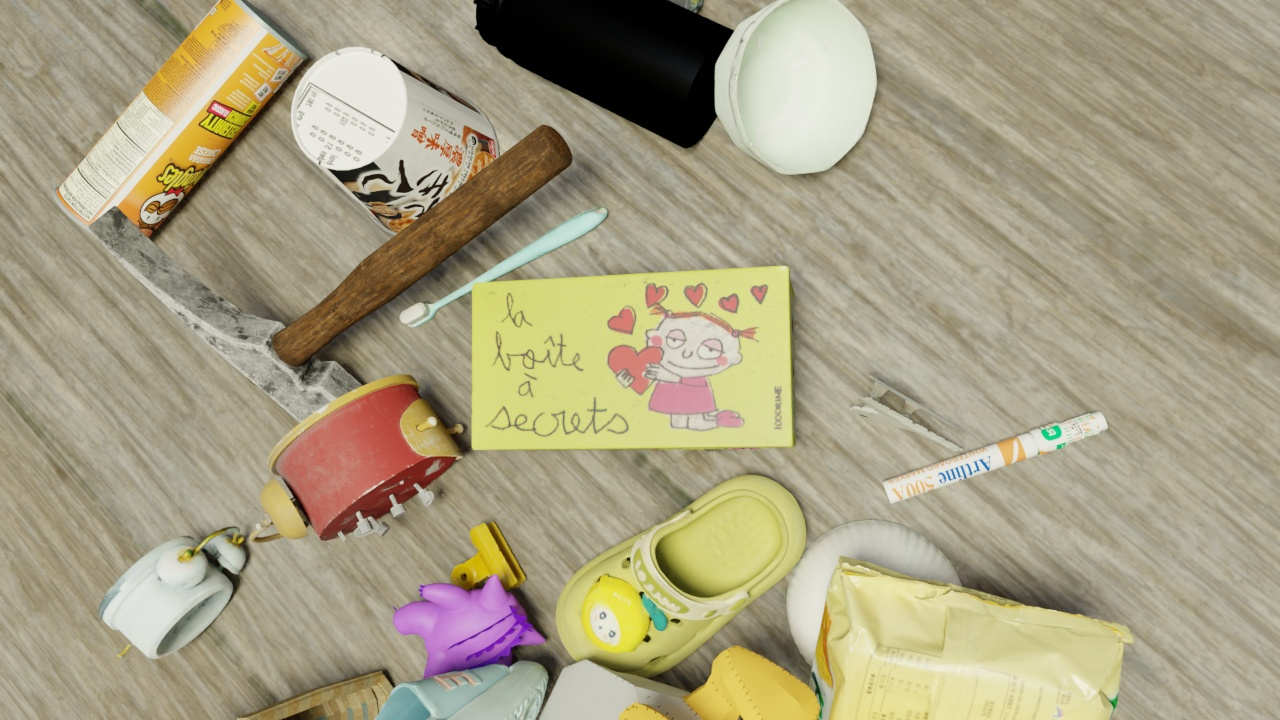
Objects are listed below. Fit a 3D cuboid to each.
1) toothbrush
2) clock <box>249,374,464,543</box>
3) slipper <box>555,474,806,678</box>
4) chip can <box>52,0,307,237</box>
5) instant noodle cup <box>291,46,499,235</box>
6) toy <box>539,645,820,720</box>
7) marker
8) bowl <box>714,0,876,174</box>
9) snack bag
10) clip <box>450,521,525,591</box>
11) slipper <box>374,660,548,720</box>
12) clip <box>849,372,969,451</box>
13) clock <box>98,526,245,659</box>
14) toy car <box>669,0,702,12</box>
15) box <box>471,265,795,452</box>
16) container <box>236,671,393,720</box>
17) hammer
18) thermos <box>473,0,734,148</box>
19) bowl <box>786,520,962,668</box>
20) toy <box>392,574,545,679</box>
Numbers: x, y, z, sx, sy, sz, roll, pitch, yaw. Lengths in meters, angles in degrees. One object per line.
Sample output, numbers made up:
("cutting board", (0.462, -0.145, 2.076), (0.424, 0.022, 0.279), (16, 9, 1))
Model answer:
("toothbrush", (-0.105, -0.071, 0.701), (0.181, 0.016, 0.016), (-28, 78, 7))
("clock", (-0.203, 0.087, 0.652), (0.159, 0.117, 0.081), (-35, 81, -1))
("slipper", (0.026, 0.149, 0.614), (0.190, 0.081, 0.091), (-35, 80, 5))
("chip can", (-0.370, -0.192, 0.742), (0.075, 0.075, 0.215), (44, 94, 13))
("instant noodle cup", (-0.183, -0.162, 0.673), (0.124, 0.121, 0.123), (-1, 83, 12))
("toy", (0.016, 0.293, 0.564), (0.247, 0.140, 0.268), (40, 132, 36))
("marker", (0.233, 0.064, 0.609), (0.145, 0.017, 0.017), (-21, 80, 10))
("bowl", (0.098, -0.189, 0.633), (0.117, 0.117, 0.061), (-60, 32, 1))
("snack bag", (0.172, 0.237, 0.533), (0.160, 0.068, 0.248), (9, 114, 11))
("clip", (-0.115, 0.151, 0.678), (0.050, 0.044, 0.054), (-43, 75, 42))
("slipper", (-0.141, 0.241, 0.556), (0.074, 0.244, 0.104), (38, 112, 20))
("clip", (0.171, 0.025, 0.610), (0.046, 0.101, 0.056), (-60, 33, 4))
("clock", (-0.348, 0.169, 0.694), (0.057, 0.083, 0.118), (40, 97, 8))
("toy car", (0.031, -0.295, 0.688), (0.039, 0.027, 0.089), (9, 85, 10))
("box", (-0.004, 0.004, 0.637), (0.221, 0.082, 0.124), (1, 84, 12))
("container", (-0.203, 0.346, 0.607), (0.187, 0.157, 0.249), (-11, 81, 22))
("hammer", (-0.192, -0.089, 0.612), (0.301, 0.037, 0.217), (-32, 116, 22))
("thermos", (-0.035, -0.236, 0.666), (0.198, 0.086, 0.086), (30, 91, 14))
("bowl", (0.152, 0.164, 0.592), (0.118, 0.062, 0.118), (-1, 84, 12))
("toy", (-0.118, 0.192, 0.644), (0.088, 0.056, 0.106), (-29, 118, 1))
